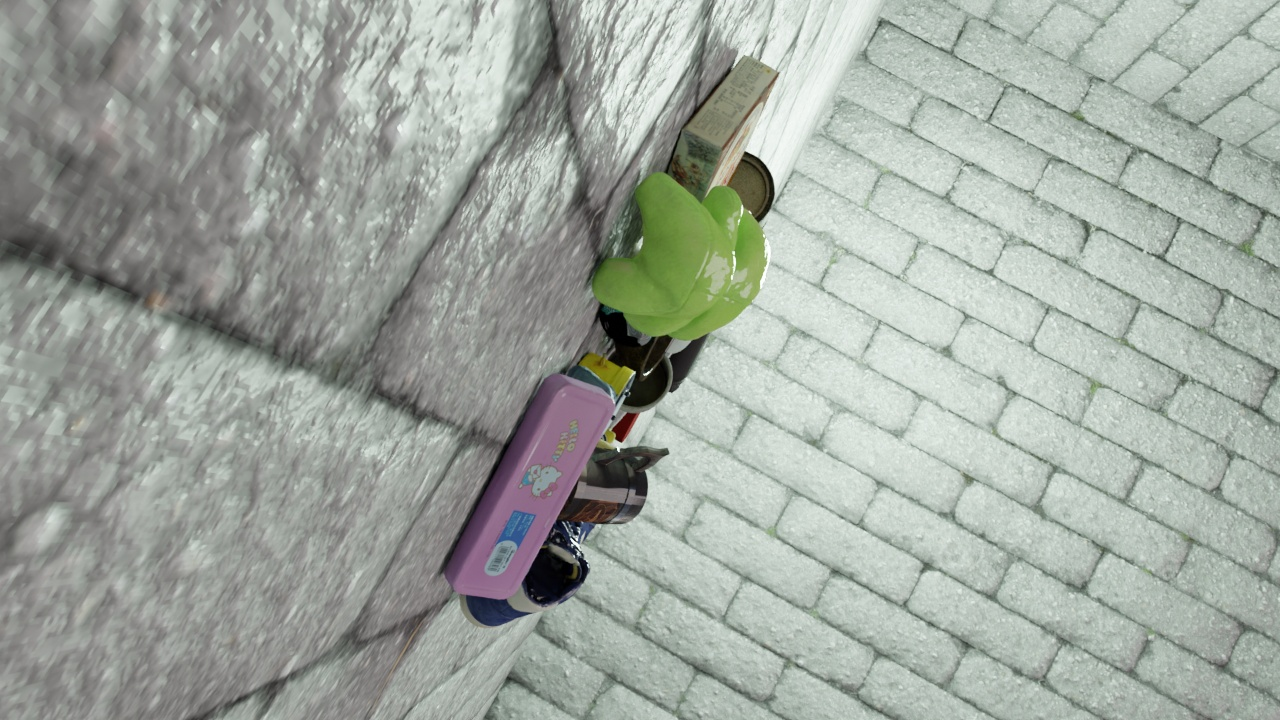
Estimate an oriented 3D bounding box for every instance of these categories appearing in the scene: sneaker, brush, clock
[{"bbox_3d":[-0.083,0.175,0.956,0.119,0.091,0.232,-29,-167,50],"label":"sneaker"},{"bbox_3d":[-0.007,0.051,1.505,0.173,0.042,0.082,-62,175,8],"label":"brush"},{"bbox_3d":[-0.047,0.042,0.943,0.083,0.057,0.119,-60,175,-23],"label":"clock"}]

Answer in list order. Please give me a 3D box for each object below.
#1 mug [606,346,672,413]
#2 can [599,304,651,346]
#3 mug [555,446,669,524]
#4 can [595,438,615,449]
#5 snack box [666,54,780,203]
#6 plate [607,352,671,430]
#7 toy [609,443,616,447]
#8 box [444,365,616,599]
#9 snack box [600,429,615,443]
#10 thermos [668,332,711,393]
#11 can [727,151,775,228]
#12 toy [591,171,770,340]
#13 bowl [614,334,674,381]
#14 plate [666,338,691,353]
[{"bbox_3d":[-0.006,0.006,1.100,0.070,0.084,0.113,102,-15,-81],"label":"mug"},{"bbox_3d":[0.004,-0.062,0.888,0.101,0.055,0.055,-56,173,-41],"label":"can"},{"bbox_3d":[-0.042,0.113,0.908,0.116,0.080,0.107,-38,147,27],"label":"mug"},{"bbox_3d":[-0.059,0.101,1.027,0.038,0.079,0.038,-60,175,-9],"label":"can"},{"bbox_3d":[0.065,-0.189,0.863,0.142,0.041,0.147,-57,174,-38],"label":"snack box"},{"bbox_3d":[-0.004,0.017,1.253,0.182,0.034,0.182,-52,-177,3],"label":"plate"},{"bbox_3d":[-0.067,0.130,1.155,0.099,0.036,0.080,42,75,-40],"label":"toy"},{"bbox_3d":[-0.108,0.100,0.827,0.090,0.091,0.214,21,101,-42],"label":"box"},{"bbox_3d":[-0.091,0.162,1.267,0.121,0.045,0.181,-56,176,-20],"label":"snack box"},{"bbox_3d":[0.055,-0.035,1.382,0.199,0.086,0.086,-64,175,28],"label":"thermos"},{"bbox_3d":[0.101,-0.179,1.014,0.090,0.090,0.074,-61,174,-2],"label":"can"},{"bbox_3d":[0.050,-0.077,0.787,0.196,0.107,0.150,5,119,-55],"label":"toy"},{"bbox_3d":[0.007,-0.043,1.009,0.121,0.056,0.121,-57,171,-15],"label":"bowl"},{"bbox_3d":[0.062,-0.094,1.123,0.177,0.012,0.179,-40,139,-49],"label":"plate"}]
